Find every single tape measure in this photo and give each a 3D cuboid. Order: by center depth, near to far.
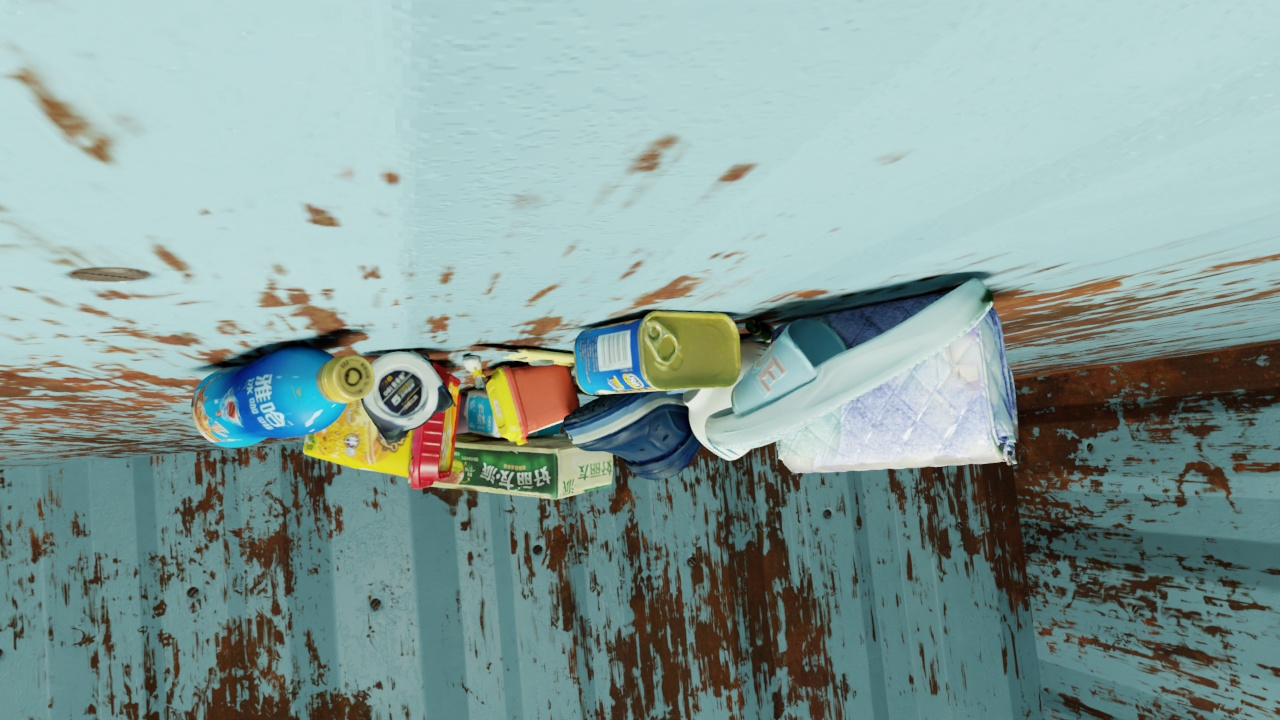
[{"bbox_3d":[-0.192,0.025,0.739,0.065,0.066,0.034,-32,-175,-13],"label":"tape measure"}]

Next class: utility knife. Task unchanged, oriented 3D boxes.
[{"bbox_3d":[-0.094,-0.005,0.832,0.031,0.021,0.198,-14,168,21],"label":"utility knife"}]

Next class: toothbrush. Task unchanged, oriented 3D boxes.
[{"bbox_3d":[0.118,-0.024,0.834,0.017,0.012,0.185,-13,173,15],"label":"toothbrush"},{"bbox_3d":[-0.161,0.012,0.895,0.016,0.018,0.191,-7,175,-8],"label":"toothbrush"}]

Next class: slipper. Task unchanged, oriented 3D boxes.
[{"bbox_3d":[0.140,-0.002,0.682,0.246,0.074,0.103,-32,173,33],"label":"slipper"},{"bbox_3d":[0.010,0.078,0.935,0.105,0.095,0.252,-28,167,21],"label":"slipper"}]

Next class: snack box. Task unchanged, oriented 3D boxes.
[{"bbox_3d":[-0.109,0.040,0.942,0.080,0.082,0.091,-14,177,-17],"label":"snack box"},{"bbox_3d":[-0.162,0.128,1.158,0.241,0.063,0.114,0,-179,34],"label":"snack box"}]

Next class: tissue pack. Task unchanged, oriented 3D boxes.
[{"bbox_3d":[-0.162,0.063,1.172,0.089,0.063,0.140,-1,180,-30],"label":"tissue pack"}]

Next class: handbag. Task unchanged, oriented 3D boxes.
[{"bbox_3d":[0.202,0.022,0.748,0.194,0.134,0.075,-9,174,42],"label":"handbag"}]

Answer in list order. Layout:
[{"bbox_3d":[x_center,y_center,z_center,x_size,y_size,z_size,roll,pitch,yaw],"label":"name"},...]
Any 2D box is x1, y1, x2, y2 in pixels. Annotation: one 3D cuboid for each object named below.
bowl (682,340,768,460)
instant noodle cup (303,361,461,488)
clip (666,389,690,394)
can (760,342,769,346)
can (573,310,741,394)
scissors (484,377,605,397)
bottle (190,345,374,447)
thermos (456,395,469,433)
[{"bbox_3d":[0.083,0.030,0.875,0.066,0.116,0.117,29,166,-13],"label":"bowl"},{"bbox_3d":[-0.239,0.057,0.858,0.123,0.116,0.116,6,174,-4],"label":"instant noodle cup"},{"bbox_3d":[0.048,0.015,0.803,0.026,0.041,0.058,0,171,-45],"label":"clip"},{"bbox_3d":[0.136,0.009,0.955,0.148,0.058,0.057,-8,174,30],"label":"can"},{"bbox_3d":[0.012,-0.003,0.697,0.102,0.057,0.083,-1,175,-41],"label":"can"},{"bbox_3d":[-0.097,0.032,1.026,0.197,0.015,0.205,5,180,-7],"label":"scissors"},{"bbox_3d":[-0.259,0.025,0.669,0.065,0.065,0.219,-1,173,-45],"label":"bottle"},{"bbox_3d":[-0.291,0.075,1.257,0.087,0.067,0.198,24,-173,21],"label":"thermos"}]
